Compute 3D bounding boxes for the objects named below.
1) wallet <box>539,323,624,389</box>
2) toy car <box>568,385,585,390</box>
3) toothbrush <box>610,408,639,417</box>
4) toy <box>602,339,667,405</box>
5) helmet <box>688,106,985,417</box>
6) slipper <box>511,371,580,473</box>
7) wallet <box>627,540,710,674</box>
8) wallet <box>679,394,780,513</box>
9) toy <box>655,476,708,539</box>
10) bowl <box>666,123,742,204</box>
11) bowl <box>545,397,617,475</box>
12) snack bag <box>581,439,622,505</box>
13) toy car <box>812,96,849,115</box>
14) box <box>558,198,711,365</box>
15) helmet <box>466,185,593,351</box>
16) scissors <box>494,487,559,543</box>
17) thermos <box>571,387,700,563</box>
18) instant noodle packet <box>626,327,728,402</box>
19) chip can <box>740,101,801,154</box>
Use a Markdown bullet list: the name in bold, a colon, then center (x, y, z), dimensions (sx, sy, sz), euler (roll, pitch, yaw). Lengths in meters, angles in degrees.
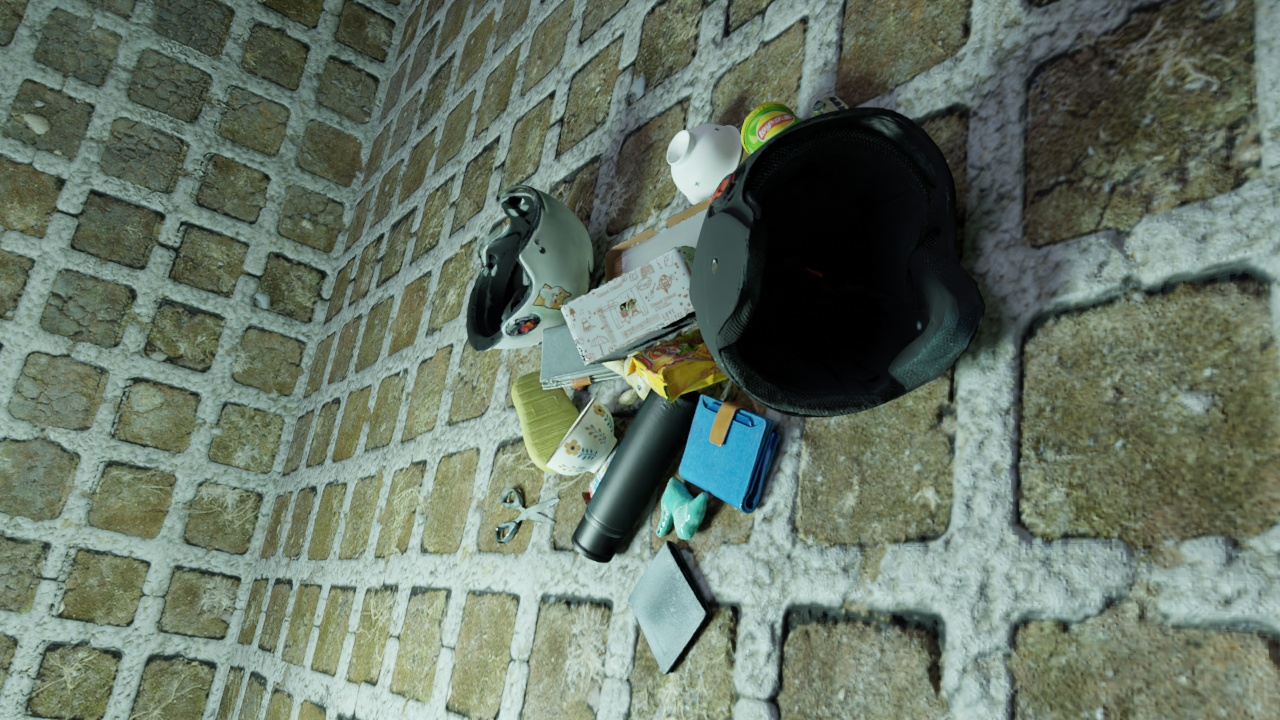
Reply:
- **wallet**: center (-0.082, -0.011, 1.329), dimensions (0.130, 0.037, 0.106), euler (-11, 60, 21)
- **toy car**: center (-0.109, 0.001, 1.397), dimensions (0.053, 0.045, 0.120), euler (-62, 34, 15)
- **toothbrush**: center (-0.016, 0.070, 1.238), dimensions (0.181, 0.018, 0.015), euler (-8, 59, 55)
- **toy**: center (-0.007, 0.007, 1.209), dimensions (0.105, 0.066, 0.157), euler (-50, 40, 0)
- **helmet**: center (0.162, -0.087, 0.836), dimensions (0.230, 0.233, 0.275), euler (-143, 69, -73)
- **slipper**: center (-0.133, 0.098, 1.359), dimensions (0.082, 0.091, 0.190), euler (84, 164, -48)
- **wallet**: center (0.031, 0.279, 1.041), dimensions (0.097, 0.019, 0.120), euler (-60, 33, 20)
- **wallet**: center (0.096, 0.100, 1.023), dimensions (0.133, 0.040, 0.106), euler (22, 96, 59)
- **toy**: center (0.046, 0.175, 1.067), dimensions (0.096, 0.030, 0.092), euler (-69, 25, 17)
- **bowl**: center (0.075, -0.276, 1.243), dimensions (0.119, 0.064, 0.118), euler (-36, 44, 44)
- **bowl**: center (-0.072, 0.112, 1.237), dimensions (0.113, 0.062, 0.113), euler (-53, 4, 4)
- **snack bag**: center (-0.042, 0.154, 1.219), dimensions (0.105, 0.026, 0.045), euler (-57, 26, 16)
- **toy car**: center (0.222, -0.264, 1.023), dimensions (0.035, 0.042, 0.090), euler (-34, 35, 14)
- **box**: center (0.022, -0.093, 1.147), dimensions (0.179, 0.130, 0.271), euler (-25, 21, 22)
- **helmet**: center (-0.164, -0.133, 1.453), dimensions (0.275, 0.156, 0.230), euler (-66, 30, 27)
- **scissors**: center (-0.176, 0.238, 1.401), dimensions (0.166, 0.014, 0.163), euler (-57, 35, 17)
- **thermos**: center (-0.008, 0.132, 1.143), dimensions (0.243, 0.068, 0.090), euler (-60, 11, 16)
- **instant noodle packet**: center (0.056, 0.000, 1.066), dimensions (0.111, 0.128, 0.044), euler (33, 143, 60)
- **chip can**: center (0.185, -0.219, 1.029), dimensions (0.073, 0.072, 0.221), euler (-56, 34, 22)
